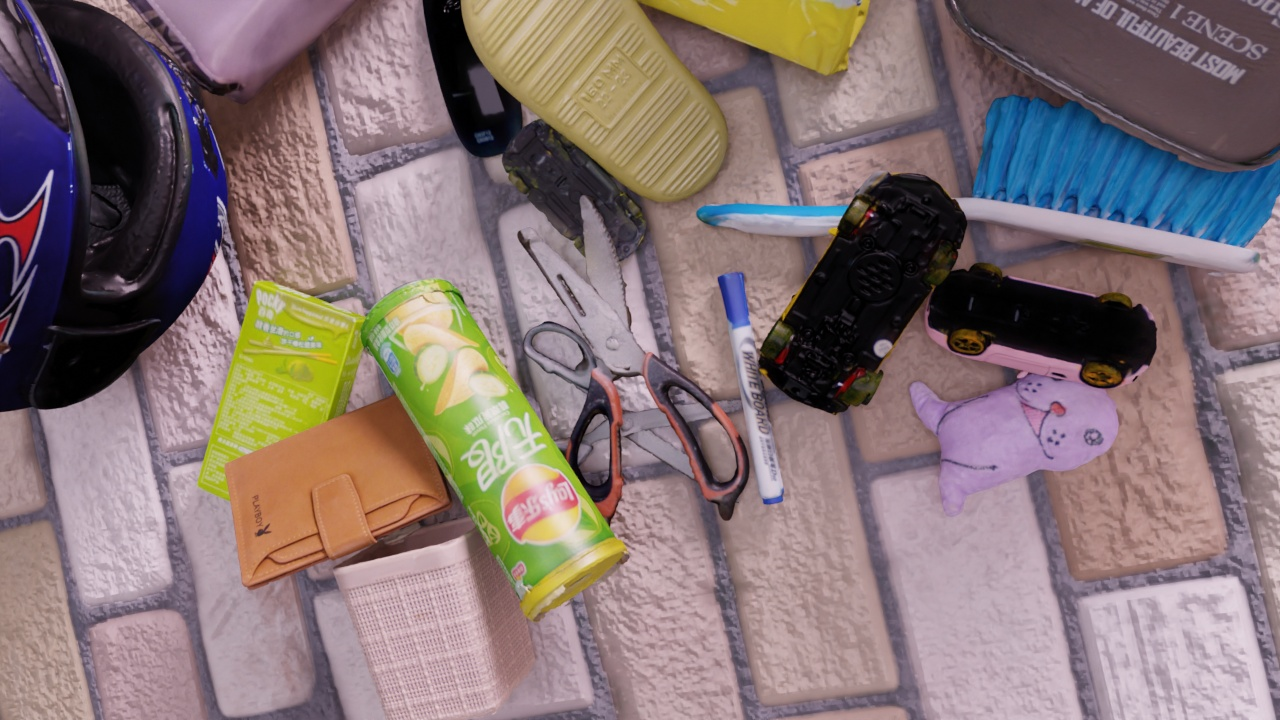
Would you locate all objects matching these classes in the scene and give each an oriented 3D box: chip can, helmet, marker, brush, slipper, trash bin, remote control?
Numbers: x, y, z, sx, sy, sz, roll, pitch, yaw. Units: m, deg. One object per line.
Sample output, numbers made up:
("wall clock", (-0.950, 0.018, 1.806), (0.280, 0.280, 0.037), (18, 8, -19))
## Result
("chip can", (-0.096, 0.048, 0.570), (0.073, 0.072, 0.221), (-39, 73, 11))
("helmet", (-0.376, -0.107, 0.550), (0.316, 0.239, 0.247), (-33, 86, 33))
("marker", (0.069, 0.017, 0.573), (0.017, 0.017, 0.145), (-11, 88, 13))
("brush", (0.193, -0.100, 0.528), (0.315, 0.060, 0.109), (15, 99, 15))
("slipper", (-0.027, -0.177, 0.562), (0.092, 0.081, 0.190), (-44, 109, 8))
("trash bin", (0.277, -0.235, 0.388), (0.199, 0.220, 0.198), (34, 77, 10))
("remote control", (-0.113, -0.203, 0.606), (0.053, 0.024, 0.136), (-15, 89, 14))

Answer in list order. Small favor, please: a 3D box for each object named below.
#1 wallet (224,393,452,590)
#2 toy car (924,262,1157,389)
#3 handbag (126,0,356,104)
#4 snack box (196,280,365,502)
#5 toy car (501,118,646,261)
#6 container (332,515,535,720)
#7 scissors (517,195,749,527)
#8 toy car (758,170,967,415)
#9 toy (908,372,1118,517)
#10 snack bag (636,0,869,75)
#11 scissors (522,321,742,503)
("wallet", (-0.194, 0.081, 0.588), (0.131, 0.031, 0.107), (-22, 50, -9))
("toy car", (0.225, -0.018, 0.523), (0.122, 0.037, 0.056), (15, 68, 16))
("handbag", (-0.239, -0.283, 0.594), (0.197, 0.098, 0.145), (-38, 82, 11))
("snack box", (-0.251, 0.031, 0.646), (0.086, 0.026, 0.156), (19, 97, 11))
("toy car", (-0.041, -0.107, 0.590), (0.048, 0.032, 0.105), (-43, 94, 12))
("container", (-0.127, 0.166, 0.592), (0.090, 0.089, 0.111), (-15, 91, 13))
("scissors", (-0.011, 0.013, 0.580), (0.190, 0.015, 0.222), (20, 99, 7))
("toy car", (0.128, -0.037, 0.531), (0.071, 0.041, 0.156), (30, 117, 4))
("toy", (0.218, 0.037, 0.532), (0.108, 0.039, 0.083), (-19, 67, 15))
("snack bag", (0.066, -0.278, 0.476), (0.158, 0.247, 0.068), (26, 57, 12))
("scissors", (-0.015, 0.043, 0.599), (0.159, 0.014, 0.181), (-43, 84, 11))
